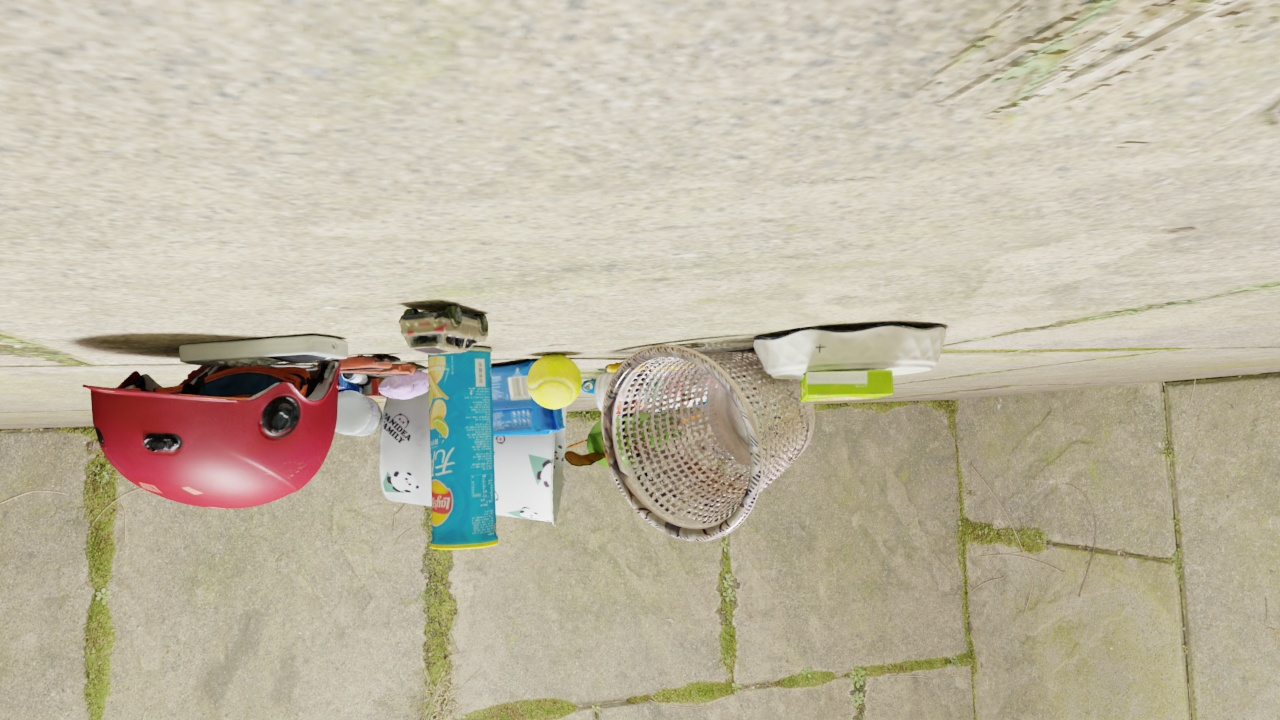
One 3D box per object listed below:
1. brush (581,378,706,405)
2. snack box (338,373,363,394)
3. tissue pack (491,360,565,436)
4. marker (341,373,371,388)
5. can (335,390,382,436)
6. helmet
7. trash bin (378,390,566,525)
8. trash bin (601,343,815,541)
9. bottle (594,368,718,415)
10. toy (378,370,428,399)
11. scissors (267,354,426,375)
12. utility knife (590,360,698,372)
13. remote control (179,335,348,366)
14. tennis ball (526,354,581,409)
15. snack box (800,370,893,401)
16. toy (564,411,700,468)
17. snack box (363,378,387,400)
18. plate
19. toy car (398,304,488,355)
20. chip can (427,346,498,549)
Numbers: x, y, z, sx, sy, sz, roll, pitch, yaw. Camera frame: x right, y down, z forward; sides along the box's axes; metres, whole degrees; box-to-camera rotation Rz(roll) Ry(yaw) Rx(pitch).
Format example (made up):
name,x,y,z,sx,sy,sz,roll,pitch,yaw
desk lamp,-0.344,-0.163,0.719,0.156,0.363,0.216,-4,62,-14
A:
name,x,y,z,sx,sy,sz,roll,pitch,yaw
brush,0.036,0.042,1.453,0.315,0.060,0.109,-1,179,17
snack box,-0.430,0.033,1.241,0.084,0.026,0.157,-3,175,-9
tissue pack,-0.159,0.050,1.186,0.157,0.095,0.052,-6,180,40
marker,-0.371,0.023,1.200,0.018,0.022,0.131,27,173,-4
can,-0.388,0.074,1.250,0.058,0.058,0.147,-2,175,-10
helmet,-0.408,0.076,0.891,0.207,0.144,0.239,2,-174,22
trash bin,-0.243,0.127,1.374,0.252,0.229,0.229,3,175,-1
trash bin,0.098,0.078,1.091,0.228,0.227,0.191,-7,-174,42
bottle,0.031,0.040,1.331,0.197,0.068,0.068,-7,174,27
toy,-0.310,0.032,1.226,0.083,0.039,0.108,-10,179,-33
scissors,-0.358,0.008,1.070,0.226,0.015,0.188,-3,175,23
utility knife,-0.007,0.007,1.199,0.219,0.015,0.033,-2,177,-29
remote control,-0.350,-0.007,0.855,0.150,0.021,0.058,-3,175,14
tennis ball,-0.102,0.025,1.087,0.065,0.065,0.065,-2,175,0
snack box,0.214,0.028,0.970,0.086,0.026,0.156,-2,176,7
toy,-0.014,0.115,1.426,0.227,0.090,0.246,-11,-172,18
snack box,-0.415,0.046,1.404,0.077,0.027,0.156,-4,175,1
plate,0.227,-0.007,0.997,0.205,0.045,0.205,-3,175,0
toy car,-0.148,-0.022,0.703,0.042,0.035,0.090,-2,178,14
chip can,-0.191,0.092,0.979,0.071,0.210,0.071,-3,175,0
